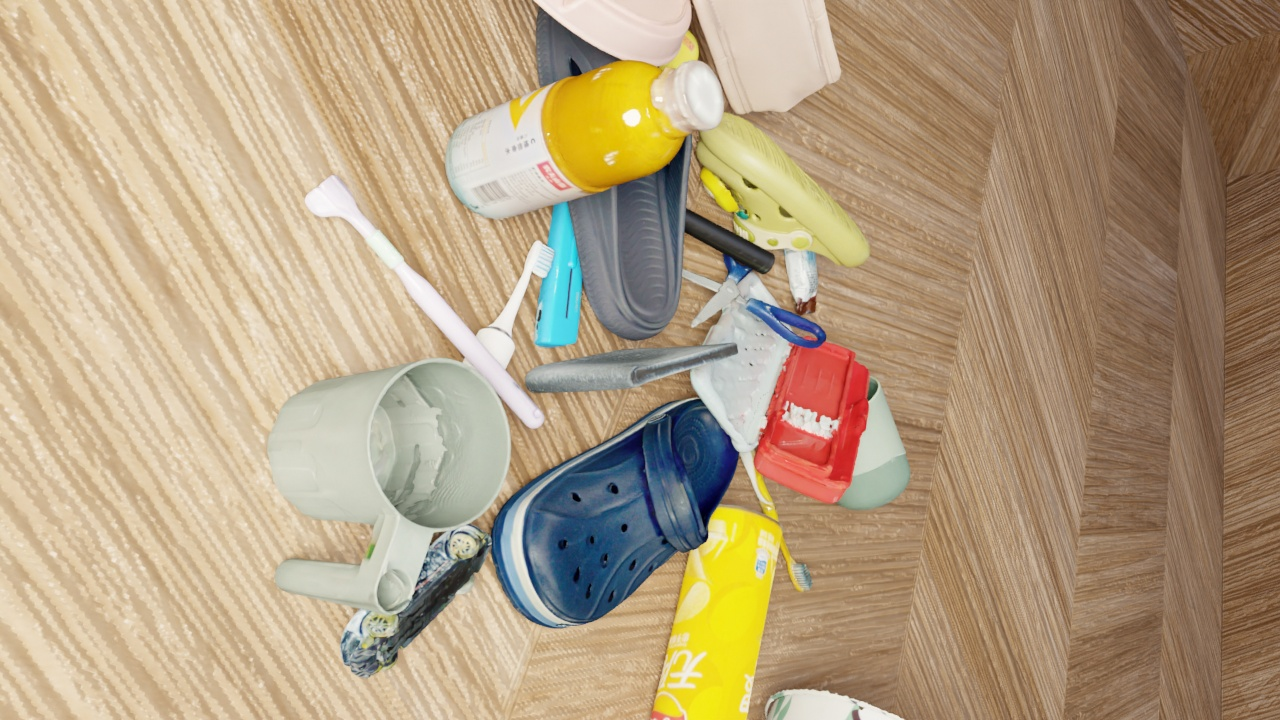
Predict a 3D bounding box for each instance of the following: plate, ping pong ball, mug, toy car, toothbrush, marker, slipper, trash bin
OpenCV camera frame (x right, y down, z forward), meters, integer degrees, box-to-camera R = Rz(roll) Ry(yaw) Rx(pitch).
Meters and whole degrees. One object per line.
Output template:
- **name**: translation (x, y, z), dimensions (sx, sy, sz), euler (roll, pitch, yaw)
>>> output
- **plate**: translation (-0.047, -0.297, 0.611), dimensions (0.229, 0.028, 0.229), euler (32, 39, -31)
- **ping pong ball**: translation (0.027, -0.249, 0.742), dimensions (0.040, 0.040, 0.040), euler (9, 77, -47)
- **mug**: translation (-0.136, 0.062, 0.466), dimensions (0.083, 0.104, 0.123), euler (36, 60, -39)
- **toy car**: translation (-0.125, 0.130, 0.513), dimensions (0.105, 0.031, 0.049), euler (-41, 159, -41)
- **toothbrush**: translation (-0.101, 0.010, 0.572), dimensions (0.026, 0.027, 0.220), euler (32, 59, -19)
- **toothbrush**: translation (0.114, 0.125, 0.802), dimensions (0.016, 0.018, 0.191), euler (-41, 114, -45)
- **marker**: translation (0.055, -0.103, 0.744), dimensions (0.132, 0.020, 0.022), euler (23, 42, -28)
- **slipper**: translation (0.000, -0.151, 0.649), dimensions (0.110, 0.083, 0.268), euler (-1, 81, -53)
- **mug**: translation (0.202, 0.073, 0.871), dimensions (0.111, 0.082, 0.106), euler (-78, 144, -67)
- **toothbrush**: translation (-0.120, -0.028, 0.536), dimensions (0.189, 0.021, 0.029), euler (50, 50, -19)
- **trash bin**: translation (0.138, 0.407, 0.644), dimensions (0.251, 0.230, 0.229), euler (-52, 122, -33)
- **slipper**: translation (0.008, 0.100, 0.633), dimensions (0.252, 0.095, 0.105), euler (-31, 105, -50)
- **slipper**: translation (0.113, -0.129, 0.784), dimensions (0.190, 0.082, 0.091), euler (35, 22, -21)

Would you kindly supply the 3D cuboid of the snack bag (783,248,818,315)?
- **snack bag**: translation (0.152, -0.095, 0.871), dimensions (0.045, 0.026, 0.105), euler (-17, 99, -57)

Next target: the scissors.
- **scissors**: translation (0.083, -0.056, 0.755), dimensions (0.162, 0.012, 0.175), euler (34, 35, -3)

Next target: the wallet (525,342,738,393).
- **wallet**: translation (-0.004, 0.004, 0.628), dimensions (0.120, 0.097, 0.019), euler (-15, 100, -48)

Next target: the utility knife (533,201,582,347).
- **utility knife**: translation (-0.050, -0.099, 0.651), dimensions (0.034, 0.018, 0.191), euler (21, 67, -44)

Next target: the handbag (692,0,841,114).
- **handbag**: translation (0.078, -0.339, 0.746), dimensions (0.193, 0.093, 0.233), euler (50, 24, -60)

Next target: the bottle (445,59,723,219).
- **bottle**: translation (-0.037, -0.131, 0.540), dimensions (0.068, 0.190, 0.068), euler (8, 80, -48)

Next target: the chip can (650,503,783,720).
- **chip can**: translation (0.053, 0.219, 0.681), dimensions (0.072, 0.072, 0.213), euler (38, 57, -38)

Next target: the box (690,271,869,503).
- **box**: translation (0.116, 0.018, 0.751), dimensions (0.161, 0.060, 0.200), euler (38, 33, -3)
